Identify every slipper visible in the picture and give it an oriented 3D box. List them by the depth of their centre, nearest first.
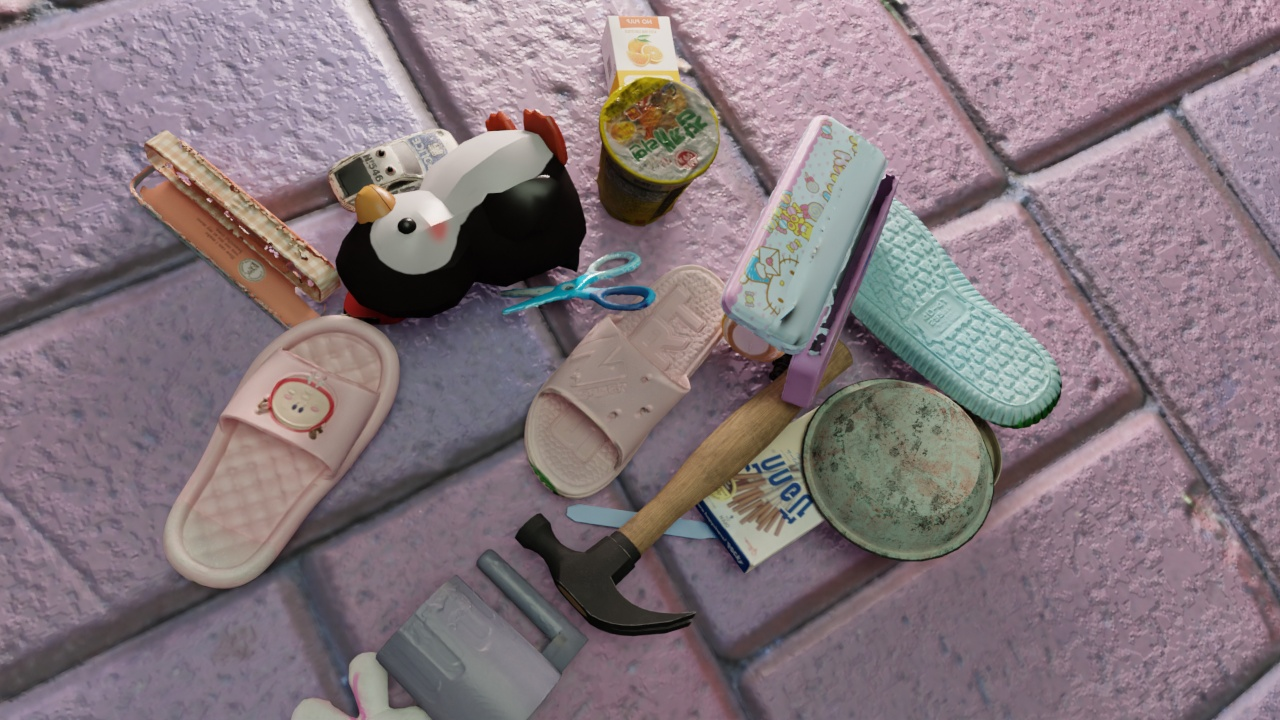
[{"bbox_3d":[-0.265,0.060,0.673,0.107,0.056,0.221,29,69,0],"label":"slipper"},{"bbox_3d":[-0.004,0.004,0.746,0.094,0.065,0.238,40,67,2],"label":"slipper"},{"bbox_3d":[0.249,-0.044,0.816,0.115,0.070,0.276,-35,69,-16],"label":"slipper"}]

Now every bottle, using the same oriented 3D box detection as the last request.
[{"bbox_3d":[0.112,-0.048,0.783,0.063,0.063,0.108,36,46,1],"label":"bottle"}]

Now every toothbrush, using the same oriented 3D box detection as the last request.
[{"bbox_3d":[0.023,0.134,0.739,0.166,0.014,0.016,9,70,-5],"label":"toothbrush"}]

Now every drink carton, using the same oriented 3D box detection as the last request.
[{"bbox_3d":[0.002,-0.258,0.843,0.058,0.040,0.122,-4,74,-14],"label":"drink carton"}]

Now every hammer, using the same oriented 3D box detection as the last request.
[{"bbox_3d":[0.062,0.083,0.713,0.304,0.040,0.132,-40,71,-22],"label":"hammer"}]

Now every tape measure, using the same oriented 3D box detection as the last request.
[{"bbox_3d":[-0.208,-0.051,0.740,0.051,0.019,0.058,19,61,-8],"label":"tape measure"}]

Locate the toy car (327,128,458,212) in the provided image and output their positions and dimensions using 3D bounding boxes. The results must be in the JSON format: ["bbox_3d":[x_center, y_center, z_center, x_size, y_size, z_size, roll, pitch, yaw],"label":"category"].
[{"bbox_3d":[-0.203,-0.162,0.767,0.112,0.041,0.048,-27,81,-20],"label":"toy car"}]

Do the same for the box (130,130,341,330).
[{"bbox_3d":[-0.318,-0.101,0.714,0.187,0.054,0.076,39,101,3],"label":"box"}]

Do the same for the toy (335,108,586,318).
[{"bbox_3d":[-0.140,-0.091,0.711,0.183,0.159,0.140,-35,118,-23],"label":"toy"}]

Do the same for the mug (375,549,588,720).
[{"bbox_3d":[-0.110,0.205,0.656,0.104,0.084,0.123,43,45,5],"label":"mug"}]

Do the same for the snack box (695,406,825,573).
[{"bbox_3d":[0.121,0.101,0.751,0.149,0.026,0.082,-27,70,-23],"label":"snack box"}]

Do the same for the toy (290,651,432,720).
[{"bbox_3d":[-0.178,0.270,0.634,0.075,0.037,0.125,-38,84,-24],"label":"toy"}]

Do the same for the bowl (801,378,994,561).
[{"bbox_3d":[0.210,0.078,0.731,0.157,0.039,0.157,1,63,-3],"label":"bowl"}]

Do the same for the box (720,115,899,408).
[{"bbox_3d":[0.145,-0.080,0.720,0.140,0.062,0.213,49,56,-35],"label":"box"}]

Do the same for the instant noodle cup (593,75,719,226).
[{"bbox_3d":[0.007,-0.169,0.779,0.102,0.108,0.102,4,72,-11],"label":"instant noodle cup"}]

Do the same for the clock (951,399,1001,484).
[{"bbox_3d":[0.249,0.100,0.777,0.093,0.055,0.140,15,64,0],"label":"clock"}]

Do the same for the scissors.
[{"bbox_3d":[-0.050,-0.053,0.752,0.140,0.013,0.113,-20,37,-21],"label":"scissors"}]

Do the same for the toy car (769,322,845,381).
[{"bbox_3d":[0.148,-0.015,0.800,0.040,0.037,0.092,31,68,-2],"label":"toy car"}]
